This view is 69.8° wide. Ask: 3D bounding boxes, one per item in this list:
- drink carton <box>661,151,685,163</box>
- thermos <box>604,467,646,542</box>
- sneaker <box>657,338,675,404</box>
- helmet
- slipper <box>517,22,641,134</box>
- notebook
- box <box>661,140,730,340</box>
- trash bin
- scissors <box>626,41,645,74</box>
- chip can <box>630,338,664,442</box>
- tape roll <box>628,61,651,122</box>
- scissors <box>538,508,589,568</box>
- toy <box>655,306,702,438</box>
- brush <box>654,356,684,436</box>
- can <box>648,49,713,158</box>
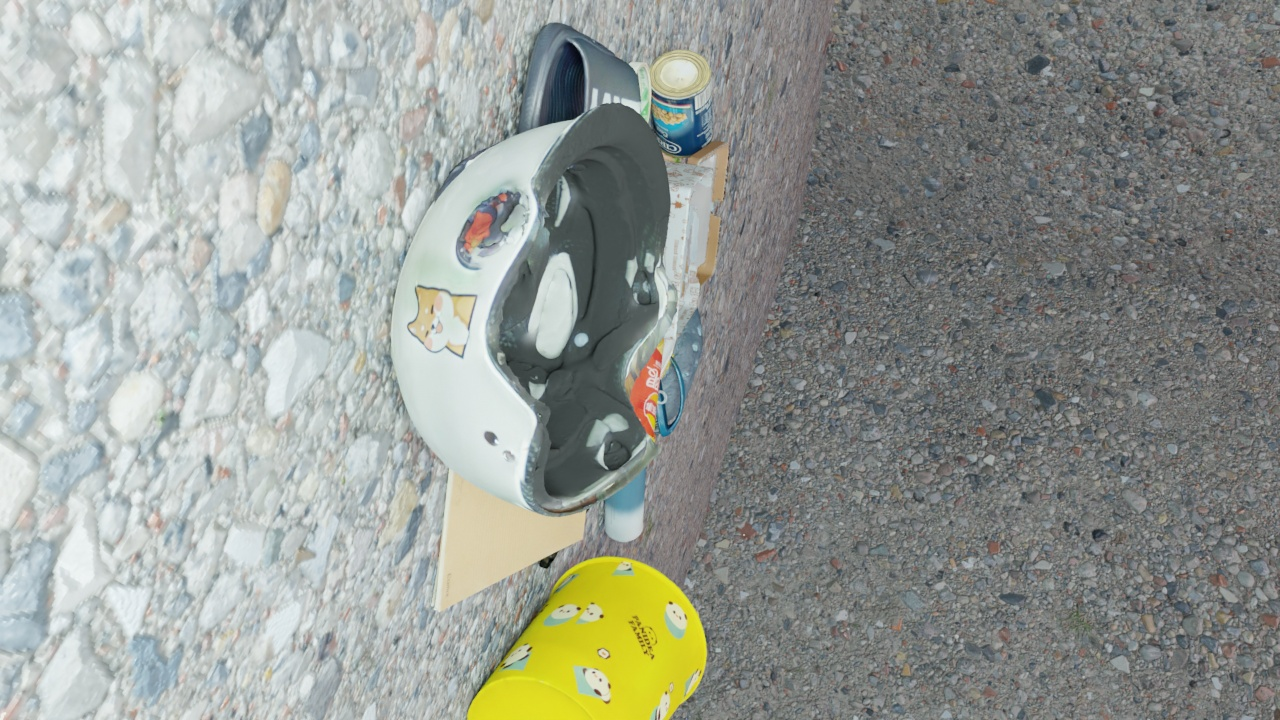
[{"bbox_3d":[0.021,-0.218,1.153,0.054,0.045,0.122,89,20,-55],"label":"drink carton"},{"bbox_3d":[-0.025,0.189,1.397,0.221,0.070,0.070,92,18,-45],"label":"thermos"},{"bbox_3d":[0.011,-0.003,1.247,0.090,0.090,0.242,25,84,-62],"label":"sneaker"},{"bbox_3d":[-0.081,-0.035,0.635,0.229,0.157,0.274,14,81,-66],"label":"helmet"},{"bbox_3d":[-0.032,-0.229,0.813,0.267,0.083,0.111,-41,142,-72],"label":"slipper"},{"bbox_3d":[-0.114,0.138,0.886,0.211,0.012,0.150,-15,119,-54],"label":"notebook"},{"bbox_3d":[0.046,-0.149,1.074,0.260,0.082,0.177,-53,152,-60],"label":"box"},{"bbox_3d":[-0.067,0.395,1.106,0.254,0.230,0.230,-33,136,-64],"label":"trash bin"},{"bbox_3d":[-0.017,-0.265,1.002,0.159,0.014,0.180,79,27,-64],"label":"scissors"},{"bbox_3d":[-0.007,0.007,1.137,0.073,0.073,0.216,81,15,-62],"label":"chip can"},{"bbox_3d":[-0.006,-0.276,0.987,0.085,0.014,0.086,10,89,-77],"label":"tape roll"},{"bbox_3d":[-0.083,0.183,1.191,0.204,0.021,0.225,-59,-177,-7],"label":"scissors"},{"bbox_3d":[0.038,0.004,1.433,0.138,0.091,0.356,-163,-91,-74],"label":"toy"},{"bbox_3d":[0.027,0.040,1.339,0.055,0.073,0.144,-49,128,-82],"label":"brush"},{"bbox_3d":[0.049,-0.309,1.105,0.111,0.075,0.075,78,29,-64],"label":"can"}]
